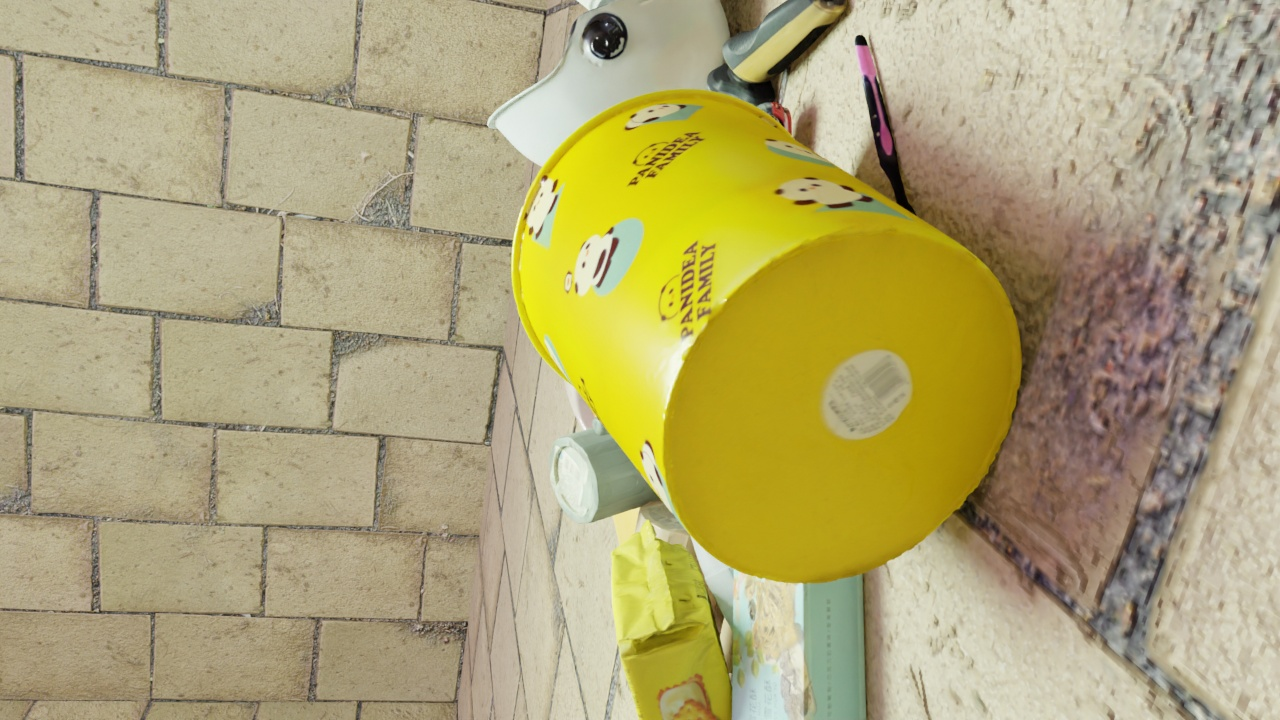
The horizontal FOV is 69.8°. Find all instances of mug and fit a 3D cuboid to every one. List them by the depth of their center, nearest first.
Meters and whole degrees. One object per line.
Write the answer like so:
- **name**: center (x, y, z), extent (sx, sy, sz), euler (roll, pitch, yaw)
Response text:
- **mug**: center (0.043, 0.188, 0.775), extent (0.125, 0.084, 0.103), euler (21, 106, 43)
- **mug**: center (-0.012, 0.080, 0.806), extent (0.083, 0.103, 0.124), euler (52, 139, 31)

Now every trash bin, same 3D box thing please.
- **trash bin**: center (0.059, -0.022, 0.528), extent (0.255, 0.229, 0.230), euler (-126, 43, -62)

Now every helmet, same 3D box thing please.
- **helmet**: center (-0.011, -0.267, 0.921), extent (0.258, 0.146, 0.229), euler (-43, 9, -11)

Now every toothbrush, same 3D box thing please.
- **toothbrush**: center (0.155, -0.143, 0.590), extent (0.018, 0.014, 0.188), euler (95, 174, -58)

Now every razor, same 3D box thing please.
- **razor**: center (0.112, -0.252, 0.741), extent (0.067, 0.062, 0.168), euler (65, 159, -3)

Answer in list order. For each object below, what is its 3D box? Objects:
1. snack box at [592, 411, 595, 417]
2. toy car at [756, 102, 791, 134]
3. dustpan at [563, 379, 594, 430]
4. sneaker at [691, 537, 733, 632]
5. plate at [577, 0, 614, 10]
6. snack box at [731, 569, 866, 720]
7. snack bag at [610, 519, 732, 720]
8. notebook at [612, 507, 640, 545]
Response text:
- **snack box**: center (-0.005, 0.005, 0.836), extent (0.154, 0.026, 0.075), euler (-33, 73, 52)
- **toy car**: center (0.103, -0.142, 0.728), extent (0.053, 0.045, 0.120), euler (-173, 83, -74)
- **dustpan**: center (0.002, 0.041, 0.869), extent (0.273, 0.138, 0.223), euler (-104, 24, -54)
- **sneaker**: center (0.077, 0.111, 0.694), extent (0.089, 0.091, 0.242), euler (58, -171, -67)
- **plate**: center (0.019, -0.415, 0.922), extent (0.045, 0.204, 0.205), euler (60, 168, -7)
- **snack box**: center (0.098, 0.195, 0.577), extent (0.074, 0.051, 0.174), euler (-22, 62, 58)
- **snack bag**: center (0.038, 0.256, 0.664), extent (0.158, 0.068, 0.246), euler (-107, 2, -78)
- **notebook**: center (0.005, 0.232, 0.914), extent (0.146, 0.010, 0.206), euler (179, 79, -75)
